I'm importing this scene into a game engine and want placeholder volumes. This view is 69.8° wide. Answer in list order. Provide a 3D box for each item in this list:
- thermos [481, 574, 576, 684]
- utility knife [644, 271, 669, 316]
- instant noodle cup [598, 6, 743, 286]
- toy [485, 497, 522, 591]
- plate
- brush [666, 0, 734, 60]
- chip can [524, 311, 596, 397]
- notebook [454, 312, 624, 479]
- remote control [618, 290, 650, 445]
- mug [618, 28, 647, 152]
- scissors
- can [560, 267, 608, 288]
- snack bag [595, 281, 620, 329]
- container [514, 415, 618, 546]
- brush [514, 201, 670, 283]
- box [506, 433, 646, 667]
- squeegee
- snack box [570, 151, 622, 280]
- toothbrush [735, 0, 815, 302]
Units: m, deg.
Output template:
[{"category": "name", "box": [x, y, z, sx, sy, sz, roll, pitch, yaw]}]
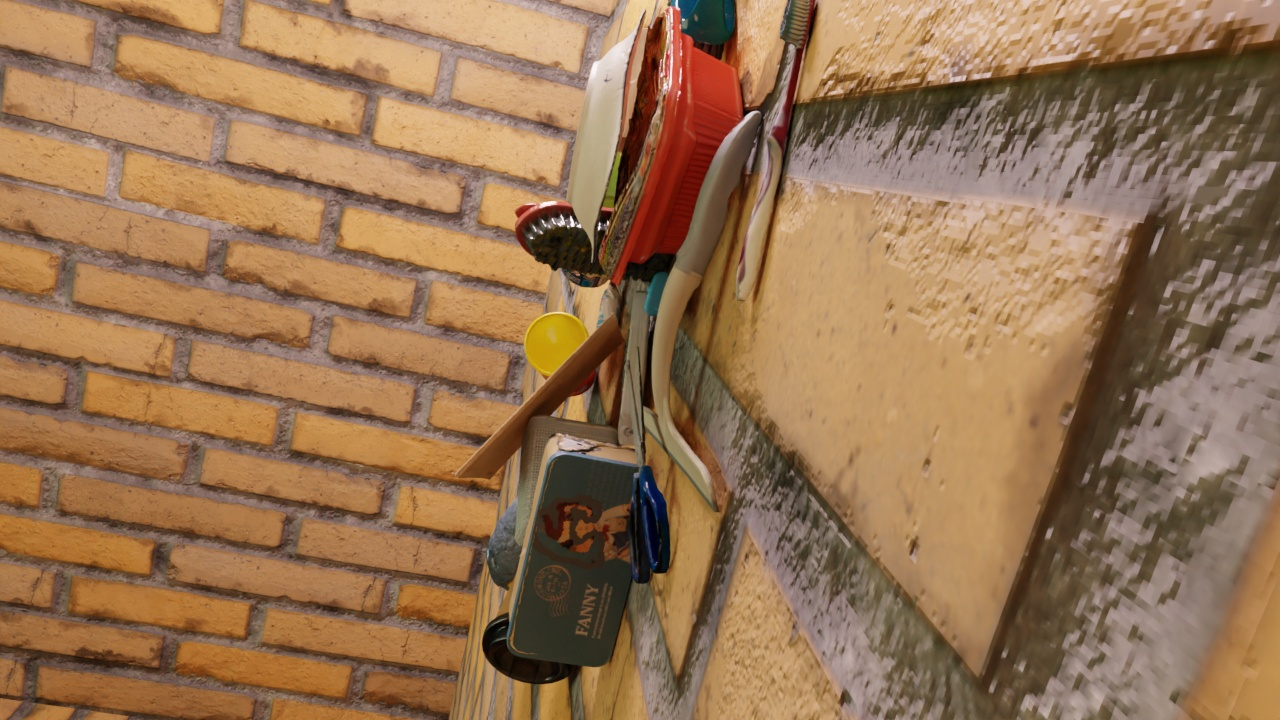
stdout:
[{"category": "thermos", "box": [-0.096, 0.242, 0.893, 0.143, 0.093, 0.093, -77, 5, -56]}, {"category": "utility knife", "box": [0.016, -0.057, 0.756, 0.166, 0.018, 0.034, -71, -4, -84]}, {"category": "instant noodle cup", "box": [0.024, -0.162, 0.708, 0.188, 0.079, 0.165, -89, 15, -47]}, {"category": "toy", "box": [-0.134, 0.222, 1.155, 0.137, 0.091, 0.357, -51, -4, -31]}, {"category": "plate", "box": [-0.032, -0.176, 0.727, 0.164, 0.034, 0.164, 110, 171, -64]}, {"category": "brush", "box": [0.055, -0.315, 0.788, 0.074, 0.055, 0.143, 111, 167, -45]}, {"category": "chip can", "box": [-0.091, -0.002, 1.087, 0.217, 0.073, 0.073, 99, -178, -82]}, {"category": "notebook", "box": [-0.096, 0.041, 0.925, 0.211, 0.012, 0.149, -46, -6, -4]}, {"category": "remote control", "box": [-0.005, 0.005, 0.813, 0.056, 0.019, 0.134, 94, -178, -58]}, {"category": "mug", "box": [0.019, -0.248, 0.888, 0.124, 0.084, 0.103, 8, -84, -73]}, {"category": "scissors", "box": [0.003, 0.074, 0.644, 0.147, 0.012, 0.169, -138, 50, -72]}, {"category": "can", "box": [-0.061, -0.152, 1.201, 0.111, 0.075, 0.075, 119, 161, -61]}, {"category": "snack bag", "box": [-0.037, -0.050, 1.075, 0.045, 0.026, 0.105, 85, -169, -64]}, {"category": "container", "box": [-0.076, 0.125, 0.903, 0.090, 0.090, 0.111, 120, 158, -62]}, {"category": "brush", "box": [-0.043, -0.113, 0.832, 0.069, 0.145, 0.063, -112, 33, -49]}, {"category": "box", "box": [-0.051, 0.154, 0.722, 0.059, 0.089, 0.184, -131, 51, -77]}, {"category": "squeegee", "box": [0.036, -0.050, 0.619, 0.246, 0.039, 0.246, -140, 63, -79]}, {"category": "snack box", "box": [-0.034, -0.203, 1.039, 0.210, 0.070, 0.157, 103, 177, -72]}, {"category": "toothbrush", "box": [0.076, -0.126, 0.541, 0.016, 0.017, 0.187, 180, 103, -81]}]
